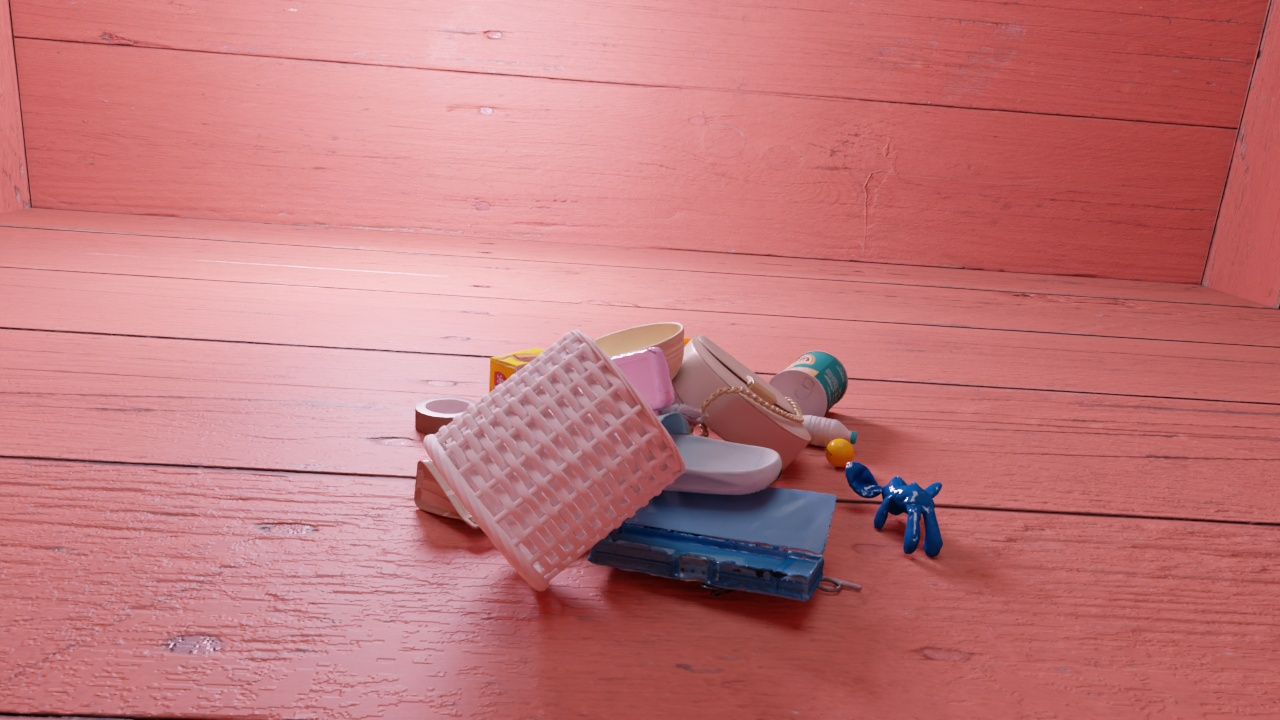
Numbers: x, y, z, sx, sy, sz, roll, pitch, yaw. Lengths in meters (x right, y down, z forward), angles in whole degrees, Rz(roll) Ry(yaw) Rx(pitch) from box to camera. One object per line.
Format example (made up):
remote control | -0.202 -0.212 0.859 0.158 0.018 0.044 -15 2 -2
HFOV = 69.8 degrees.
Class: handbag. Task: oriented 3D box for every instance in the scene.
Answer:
handbag | 0.130 0.064 1.276 0.210 0.103 0.208 35 13 -19
handbag | -0.134 0.166 1.068 0.175 0.062 0.198 -11 30 -43

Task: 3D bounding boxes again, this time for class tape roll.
tape roll | -0.281 0.081 1.340 0.093 0.030 0.093 4 16 -1

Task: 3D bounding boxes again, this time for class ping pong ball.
ping pong ball | 0.281 0.130 1.294 0.040 0.040 0.040 4 16 -1

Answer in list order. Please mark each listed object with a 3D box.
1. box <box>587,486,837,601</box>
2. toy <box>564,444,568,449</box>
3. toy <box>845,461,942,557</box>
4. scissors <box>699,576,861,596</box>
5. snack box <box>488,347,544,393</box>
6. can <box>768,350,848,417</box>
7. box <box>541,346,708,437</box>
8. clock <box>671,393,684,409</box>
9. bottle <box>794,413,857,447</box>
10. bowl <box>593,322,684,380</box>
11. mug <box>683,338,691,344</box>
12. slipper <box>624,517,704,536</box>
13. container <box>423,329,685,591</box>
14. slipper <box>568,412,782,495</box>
box | 0.082 0.189 0.975 0.232 0.060 0.174 5 23 22
toy | -0.132 0.107 1.260 0.103 0.046 0.084 7 26 -23
toy | 0.312 0.172 1.113 0.112 0.071 0.176 14 14 -8
scissors | 0.146 0.232 0.947 0.131 0.014 0.152 15 16 34
snack box | -0.182 0.032 1.444 0.061 0.084 0.105 17 19 35
can | 0.268 0.047 1.478 0.099 0.099 0.143 11 17 23
box | -0.026 0.053 1.149 0.202 0.111 0.101 -16 -6 34
clock | 0.080 0.056 1.475 0.148 0.056 0.103 9 7 33
bottle | 0.254 0.104 1.375 0.136 0.044 0.044 10 17 18
bowl | -0.007 0.007 1.215 0.151 0.075 0.150 -15 14 4
mug | 0.062 0.002 1.656 0.096 0.077 0.113 4 -12 -2
slipper | 0.031 0.132 1.144 0.109 0.083 0.265 6 19 -1
container | -0.084 0.097 0.914 0.186 0.189 0.189 -38 28 -10
slipper | 0.039 0.099 1.047 0.246 0.074 0.103 5 20 18
